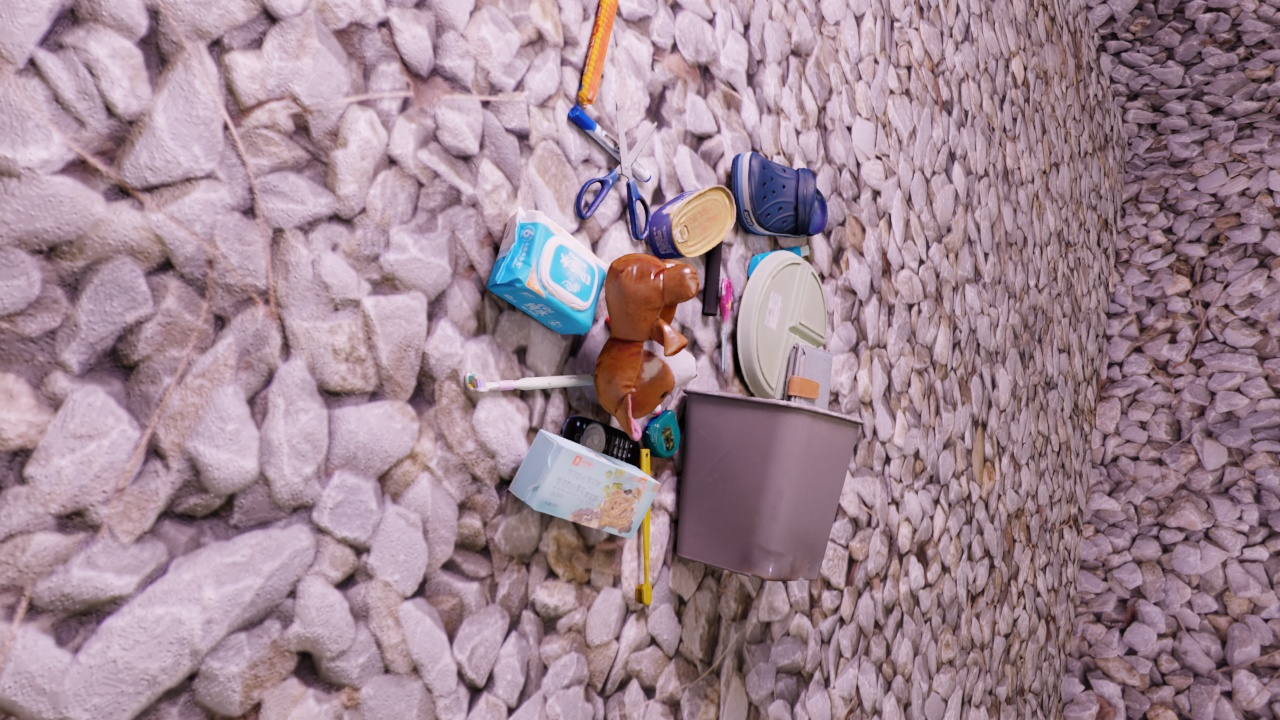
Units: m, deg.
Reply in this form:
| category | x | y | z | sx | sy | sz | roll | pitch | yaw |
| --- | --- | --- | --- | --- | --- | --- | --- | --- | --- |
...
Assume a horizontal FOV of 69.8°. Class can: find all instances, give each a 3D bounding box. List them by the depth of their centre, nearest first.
| category | x | y | z | sx | sy | sz | roll | pitch | yaw |
| --- | --- | --- | --- | --- | --- | --- | --- | --- | --- |
| can | 0.066 | -0.179 | 1.189 | 0.147 | 0.049 | 0.075 | -40 | 118 | -44 |

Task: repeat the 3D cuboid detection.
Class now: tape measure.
| category | x | y | z | sx | sy | sz | roll | pitch | yaw |
| --- | --- | --- | --- | --- | --- | --- | --- | --- | --- |
| tape measure | 0.029 | 0.095 | 1.154 | 0.058 | 0.025 | 0.054 | -37 | 116 | -44 |

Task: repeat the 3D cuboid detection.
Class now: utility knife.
| category | x | y | z | sx | sy | sz | roll | pitch | yaw |
| --- | --- | --- | --- | --- | --- | --- | --- | --- | --- |
| utility knife | 0.216 | -0.155 | 1.396 | 0.185 | 0.018 | 0.034 | -21 | 120 | -50 |

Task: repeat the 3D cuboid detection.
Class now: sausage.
| category | x | y | z | sx | sy | sz | roll | pitch | yaw |
| --- | --- | --- | --- | --- | --- | --- | --- | --- | --- |
| sausage | -0.049 | -0.368 | 1.077 | 0.021 | 0.021 | 0.165 | 28 | 67 | -46 |

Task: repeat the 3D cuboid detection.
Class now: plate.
| category | x | y | z | sx | sy | sz | roll | pitch | yaw |
| --- | --- | --- | --- | --- | --- | --- | --- | --- | --- |
| plate | 0.217 | -0.047 | 1.361 | 0.229 | 0.028 | 0.230 | -7 | 100 | -50 |

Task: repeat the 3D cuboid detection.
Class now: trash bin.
| category | x | y | z | sx | sy | sz | roll | pitch | yaw |
| --- | --- | --- | --- | --- | --- | --- | --- | --- | --- |
| trash bin | 0.158 | 0.160 | 1.189 | 0.198 | 0.199 | 0.219 | 13 | 85 | -49 |

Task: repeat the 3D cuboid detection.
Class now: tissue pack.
| category | x | y | z | sx | sy | sz | roll | pitch | yaw |
| --- | --- | --- | --- | --- | --- | --- | --- | --- | --- |
| tissue pack | -0.096 | -0.092 | 0.978 | 0.140 | 0.063 | 0.089 | 34 | 63 | -45 |

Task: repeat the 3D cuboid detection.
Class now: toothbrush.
| category | x | y | z | sx | sy | sz | roll | pitch | yaw |
| --- | --- | --- | --- | --- | --- | --- | --- | --- | --- |
| toothbrush | -0.111 | 0.023 | 0.992 | 0.189 | 0.029 | 0.020 | 0 | 131 | -52 |
| toothbrush | 0.003 | 0.204 | 1.128 | 0.015 | 0.017 | 0.190 | 3 | 85 | -49 |

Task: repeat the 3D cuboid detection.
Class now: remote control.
| category | x | y | z | sx | sy | sz | roll | pitch | yaw |
| --- | --- | --- | --- | --- | --- | --- | --- | --- | --- |
| remote control | -0.050 | 0.098 | 1.058 | 0.136 | 0.024 | 0.053 | 25 | 76 | -46 |

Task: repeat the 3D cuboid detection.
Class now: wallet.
| category | x | y | z | sx | sy | sz | roll | pitch | yaw |
| --- | --- | --- | --- | --- | --- | --- | --- | --- | --- |
| wallet | 0.251 | 0.044 | 1.362 | 0.106 | 0.037 | 0.129 | 13 | 82 | -50 |

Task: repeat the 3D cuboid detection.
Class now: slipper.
| category | x | y | z | sx | sy | sz | roll | pitch | yaw |
| --- | --- | --- | --- | --- | --- | --- | --- | --- | --- |
| slipper | 0.220 | -0.233 | 1.346 | 0.252 | 0.095 | 0.105 | 9 | 79 | -53 |

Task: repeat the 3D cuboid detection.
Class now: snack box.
| category | x | y | z | sx | sy | sz | roll | pitch | yaw |
| --- | --- | --- | --- | --- | --- | --- | --- | --- | --- |
| snack box | -0.058 | 0.139 | 1.009 | 0.174 | 0.052 | 0.074 | 28 | 91 | -47 |

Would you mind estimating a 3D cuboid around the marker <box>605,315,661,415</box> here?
| category | x | y | z | sx | sy | sz | roll | pitch | yaw |
| --- | --- | --- | --- | --- | --- | --- | --- | --- | --- |
| marker | -0.007 | 0.007 | 1.120 | 0.017 | 0.017 | 0.145 | -48 | 124 | -40 |

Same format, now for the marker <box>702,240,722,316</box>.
| category | x | y | z | sx | sy | sz | roll | pitch | yaw |
| --- | --- | --- | --- | --- | --- | --- | --- | --- | --- |
| marker | 0.099 | -0.125 | 1.251 | 0.022 | 0.020 | 0.132 | 13 | 78 | -43 |

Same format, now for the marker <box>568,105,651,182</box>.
| category | x | y | z | sx | sy | sz | roll | pitch | yaw |
| --- | --- | --- | --- | --- | --- | --- | --- | --- | --- |
| marker | -0.034 | -0.256 | 1.096 | 0.145 | 0.017 | 0.016 | 34 | 63 | -45 |

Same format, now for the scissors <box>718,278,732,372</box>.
| category | x | y | z | sx | sy | sz | roll | pitch | yaw |
| --- | --- | --- | --- | --- | --- | --- | --- | --- | --- |
| scissors | 0.119 | -0.050 | 1.273 | 0.076 | 0.017 | 0.138 | -53 | 143 | -70 |

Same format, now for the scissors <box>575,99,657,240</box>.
| category | x | y | z | sx | sy | sz | roll | pitch | yaw |
| --- | --- | --- | --- | --- | --- | --- | --- | --- | --- |
| scissors | -0.022 | -0.219 | 1.095 | 0.162 | 0.012 | 0.176 | -38 | 125 | -35 |

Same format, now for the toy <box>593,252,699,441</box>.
| category | x | y | z | sx | sy | sz | roll | pitch | yaw |
| --- | --- | --- | --- | --- | --- | --- | --- | --- | --- |
| toy | 0.007 | -0.017 | 1.021 | 0.130 | 0.140 | 0.200 | 15 | 99 | -9 |
